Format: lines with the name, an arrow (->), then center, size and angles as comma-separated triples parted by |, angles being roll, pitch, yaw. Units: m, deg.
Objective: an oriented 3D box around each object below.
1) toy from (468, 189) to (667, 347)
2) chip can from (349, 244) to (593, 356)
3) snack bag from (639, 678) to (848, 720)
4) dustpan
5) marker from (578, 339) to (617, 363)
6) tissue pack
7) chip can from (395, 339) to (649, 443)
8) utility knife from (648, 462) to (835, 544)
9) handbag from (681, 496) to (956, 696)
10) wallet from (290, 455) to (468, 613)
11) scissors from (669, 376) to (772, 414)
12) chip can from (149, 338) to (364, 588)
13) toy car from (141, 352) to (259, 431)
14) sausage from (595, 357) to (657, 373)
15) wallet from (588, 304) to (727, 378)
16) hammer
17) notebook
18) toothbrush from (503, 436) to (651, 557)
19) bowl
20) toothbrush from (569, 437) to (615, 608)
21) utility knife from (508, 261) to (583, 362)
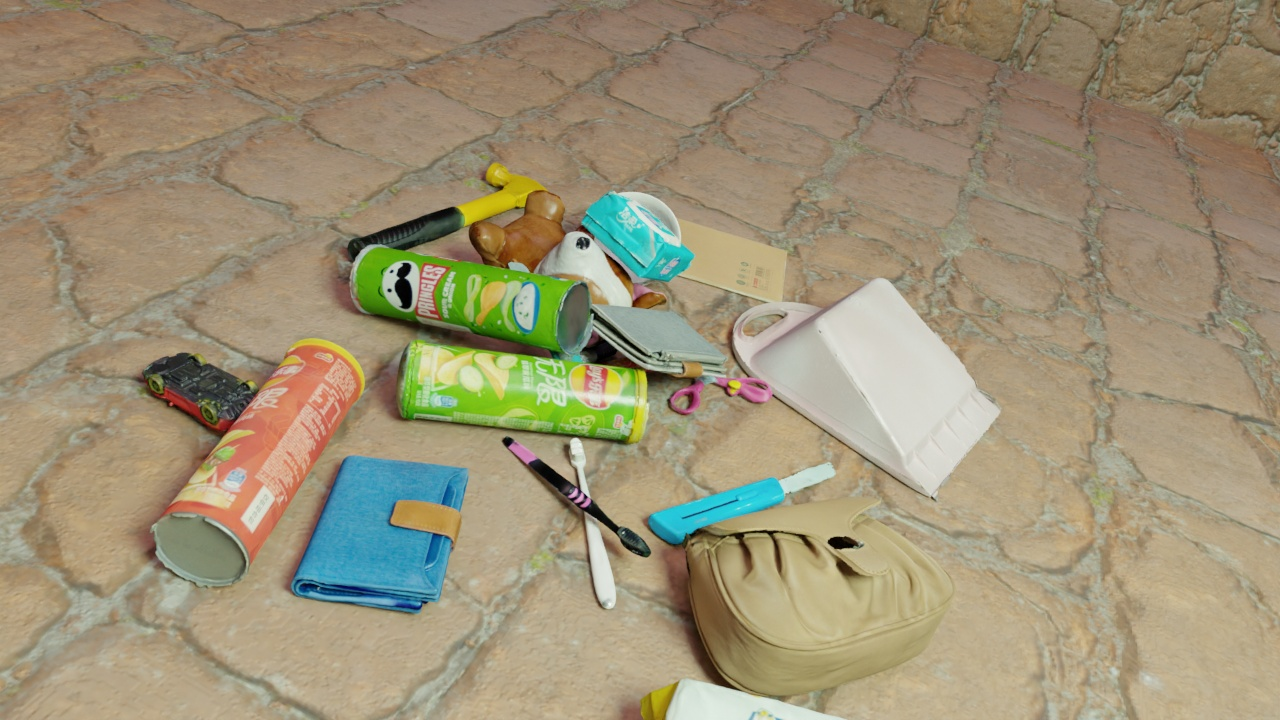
toy -> -0.079, -0.098, 0.976 | 0.139, 0.131, 0.199 | -35, 67, -27
chip can -> -0.162, -0.059, 0.877 | 0.236, 0.072, 0.072 | 12, 32, 22
snack bag -> 0.109, 0.294, 0.545 | 0.246, 0.068, 0.157 | 15, 36, -1
dustpan -> 0.240, 0.023, 1.024 | 0.221, 0.139, 0.273 | -27, 81, -45
marker -> -0.074, 0.004, 0.921 | 0.023, 0.018, 0.130 | 30, 36, 34
tissue pack -> 0.001, -0.130, 0.978 | 0.093, 0.050, 0.133 | 45, 13, 12
chip can -> -0.106, 0.029, 0.827 | 0.221, 0.073, 0.072 | 7, 36, -12
utility knife -> 0.101, 0.123, 0.825 | 0.217, 0.018, 0.034 | -12, 43, -36
handbag -> 0.137, 0.168, 0.703 | 0.204, 0.100, 0.147 | -5, 36, -32
wallet -> -0.190, 0.126, 0.693 | 0.106, 0.040, 0.132 | 8, 36, -3
scissors -> 0.070, 0.023, 0.953 | 0.133, 0.017, 0.133 | 18, 35, 11
chip can -> -0.283, 0.070, 0.704 | 0.073, 0.073, 0.216 | 14, 35, -2
toy car -> -0.367, 0.025, 0.767 | 0.106, 0.031, 0.049 | 24, 35, 17
sausage -> -0.006, 0.005, 0.934 | 0.155, 0.020, 0.020 | -11, 43, -26
wallet -> 0.017, -0.015, 0.898 | 0.129, 0.037, 0.106 | 4, 31, -50
hammer -> -0.220, -0.169, 1.093 | 0.129, 0.033, 0.299 | 30, 37, 22
notebook -> 0.086, -0.138, 1.186 | 0.207, 0.008, 0.147 | 17, 34, 1
toothbrush -> -0.059, 0.108, 0.763 | 0.189, 0.018, 0.014 | 32, 71, 37
bowl -> -0.011, -0.130, 1.076 | 0.118, 0.065, 0.118 | -1, 74, 4
toothbrush -> -0.041, 0.130, 0.760 | 0.016, 0.016, 0.180 | -9, 40, -7
utility knife -> -0.087, -0.026, 0.902 | 0.029, 0.013, 0.176 | -23, 73, -25
